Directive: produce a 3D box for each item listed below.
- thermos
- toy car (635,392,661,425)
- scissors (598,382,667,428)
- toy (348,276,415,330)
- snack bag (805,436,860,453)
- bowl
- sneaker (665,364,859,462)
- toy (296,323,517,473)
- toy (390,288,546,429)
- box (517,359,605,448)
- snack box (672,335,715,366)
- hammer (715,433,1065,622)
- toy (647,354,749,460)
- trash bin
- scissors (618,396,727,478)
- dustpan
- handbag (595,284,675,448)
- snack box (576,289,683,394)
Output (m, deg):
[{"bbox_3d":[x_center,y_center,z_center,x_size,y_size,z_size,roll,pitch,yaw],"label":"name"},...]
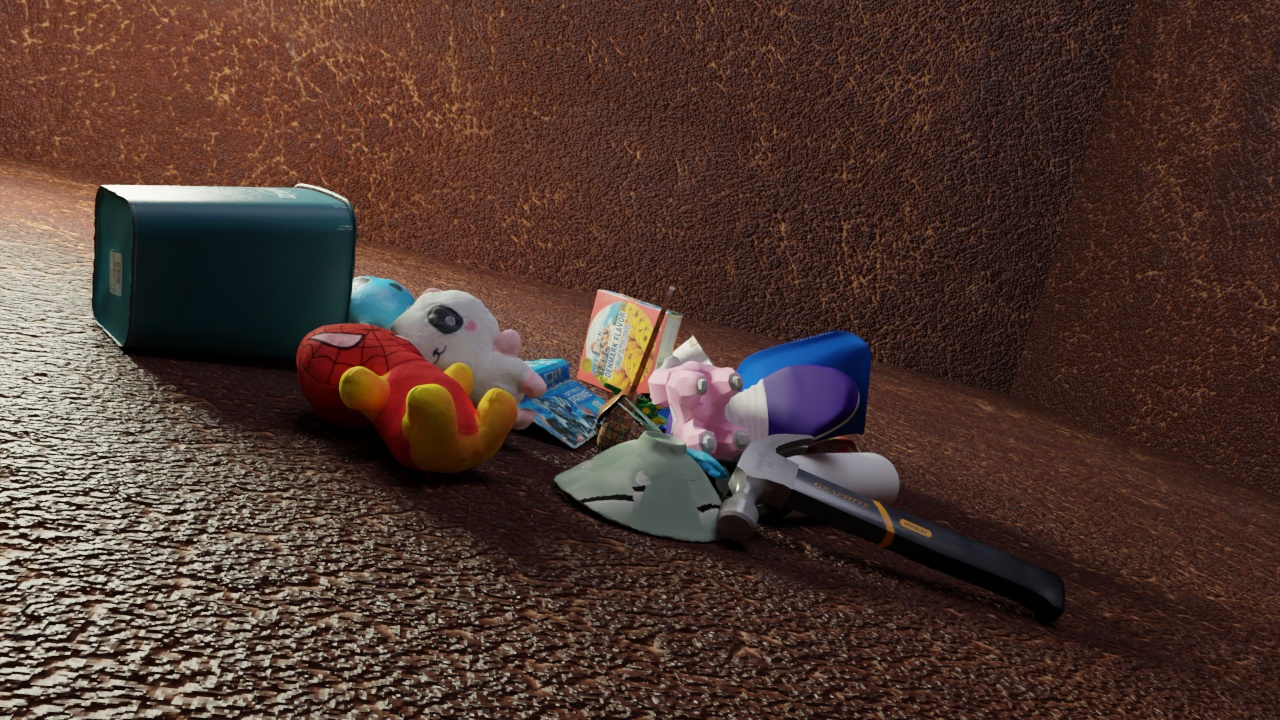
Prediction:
[{"bbox_3d":[0.174,0.130,0.974,0.229,0.068,0.101,6,-1,-44],"label":"thermos"},{"bbox_3d":[0.013,0.065,1.223,0.042,0.036,0.091,13,8,-12],"label":"toy car"},{"bbox_3d":[0.008,0.066,1.116,0.132,0.108,0.012,-4,30,16],"label":"scissors"},{"bbox_3d":[-0.365,-0.070,1.251,0.224,0.099,0.191,28,0,-9],"label":"toy"},{"bbox_3d":[0.231,0.131,1.187,0.087,0.044,0.154,5,7,37],"label":"snack bag"},{"bbox_3d":[0.013,0.102,0.843,0.174,0.068,0.174,17,7,-2],"label":"bowl"},{"bbox_3d":[0.151,0.077,1.023,0.245,0.091,0.111,-14,-31,42],"label":"sneaker"},{"bbox_3d":[-0.220,0.030,0.813,0.216,0.099,0.147,21,0,34],"label":"toy"},{"bbox_3d":[-0.178,0.009,0.937,0.180,0.138,0.101,27,-5,20],"label":"toy"},{"bbox_3d":[-0.120,0.036,1.099,0.175,0.060,0.243,16,8,9],"label":"box"},{"bbox_3d":[0.079,0.030,1.338,0.044,0.077,0.272,49,5,-14],"label":"snack box"},{"bbox_3d":[0.229,0.158,0.827,0.312,0.035,0.139,23,40,5],"label":"hammer"},{"bbox_3d":[0.057,0.052,0.990,0.067,0.123,0.158,-4,-3,-21],"label":"toy"},{"bbox_3d":[-0.458,-0.099,1.003,0.218,0.199,0.197,-2,17,-43],"label":"trash bin"},{"bbox_3d":[0.022,0.082,0.899,0.135,0.016,0.083,36,-25,1],"label":"scissors"},{"bbox_3d":[0.149,0.058,1.145,0.258,0.059,0.246,-17,-30,2],"label":"dustpan"},{"bbox_3d":[-0.006,0.006,1.018,0.043,0.196,0.093,21,6,1],"label":"handbag"},{"bbox_3d":[-0.018,-0.020,1.375,0.145,0.143,0.040,21,11,37],"label":"snack box"}]
